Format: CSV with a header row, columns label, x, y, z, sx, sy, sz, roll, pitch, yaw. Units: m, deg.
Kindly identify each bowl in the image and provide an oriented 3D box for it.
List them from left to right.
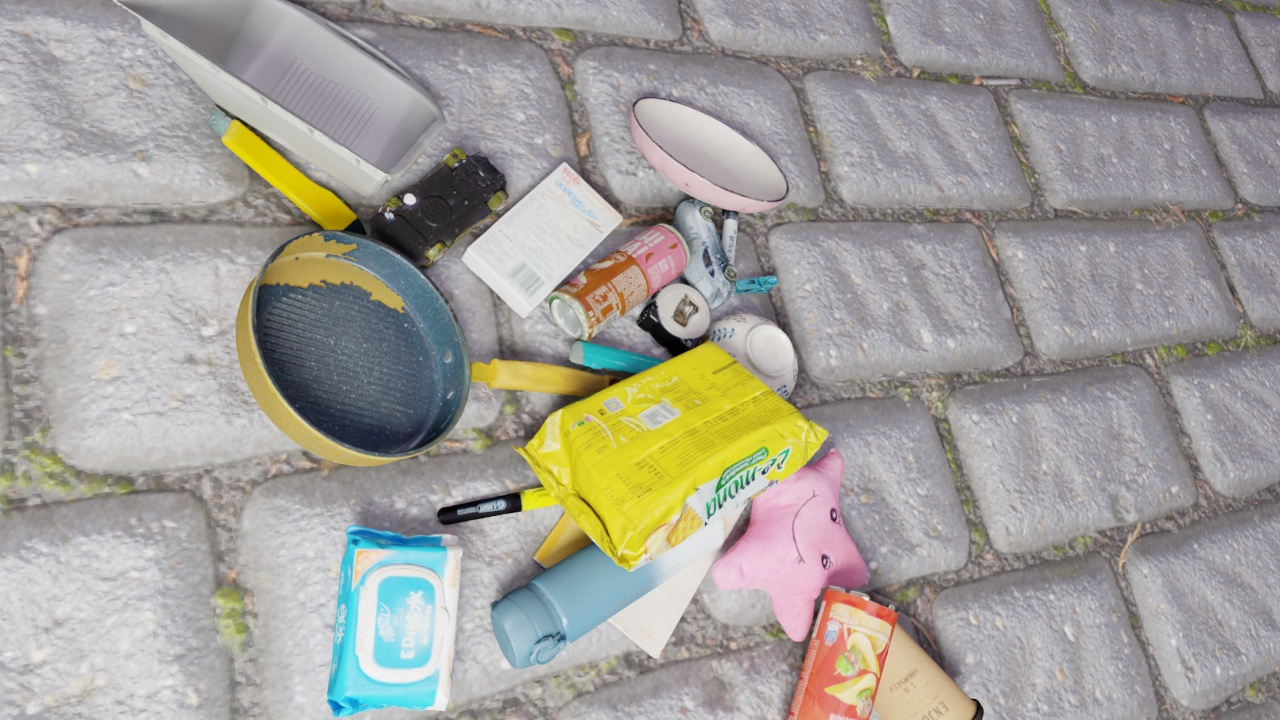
label,x,y,z,sx,sy,sz,roll,pitch,yaw
bowl,0.118,-0.001,0.947,0.113,0.062,0.113,9,67,-23

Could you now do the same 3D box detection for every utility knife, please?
label,x,y,z,sx,sy,sz,roll,pitch,yaw
utility knife,-0.316,-0.164,0.817,0.173,0.015,0.033,41,52,-6
utility knife,-0.005,0.005,0.896,0.160,0.013,0.029,13,53,-36

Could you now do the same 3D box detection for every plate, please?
label,x,y,z,sx,sy,sz,roll,pitch,yaw
plate,0.069,-0.216,0.991,0.192,0.039,0.192,22,34,-16

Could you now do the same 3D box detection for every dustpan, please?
label,x,y,z,sx,sy,sz,roll,pitch,yaw
dustpan,-0.267,-0.247,0.773,0.222,0.258,0.142,32,82,-12

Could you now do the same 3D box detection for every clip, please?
label,x,y,z,sx,sy,sz,roll,pitch,yaw
clip,0.124,-0.082,1.008,0.056,0.046,0.014,-5,73,-28

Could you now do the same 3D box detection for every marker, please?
label,x,y,z,sx,sy,sz,roll,pitch,yaw
marker,-0.117,0.125,0.802,0.124,0.015,0.018,-7,70,-28
marker,0.095,-0.132,1.015,0.022,0.018,0.130,16,63,-12

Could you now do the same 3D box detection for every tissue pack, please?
label,x,y,z,sx,sy,sz,roll,pitch,yaw
tissue pack,-0.188,0.200,0.706,0.090,0.063,0.139,10,66,-24

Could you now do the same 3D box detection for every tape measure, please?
label,x,y,z,sx,sy,sz,roll,pitch,yaw
tape measure,0.037,-0.045,0.940,0.066,0.034,0.065,38,58,-11

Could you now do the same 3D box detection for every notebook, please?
label,x,y,z,sx,sy,sz,roll,pitch,yaw
notebook,0.012,0.149,0.861,0.146,0.010,0.205,41,58,-6

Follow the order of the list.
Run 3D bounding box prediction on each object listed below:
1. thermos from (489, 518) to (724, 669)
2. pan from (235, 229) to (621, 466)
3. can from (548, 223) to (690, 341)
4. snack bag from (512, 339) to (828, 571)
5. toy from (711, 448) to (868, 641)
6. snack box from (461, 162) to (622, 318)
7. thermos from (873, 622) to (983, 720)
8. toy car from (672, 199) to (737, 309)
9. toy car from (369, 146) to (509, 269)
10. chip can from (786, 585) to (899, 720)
label,x,y,z,sx,sy,sz,roll,pitch,yaw
thermos,-0.026,0.184,0.782,0.219,0.070,0.070,-26,83,-32
pan,-0.161,0.002,0.788,0.357,0.078,0.197,19,55,-44
can,-0.020,-0.078,0.902,0.147,0.058,0.058,-37,89,-29
snack bag,0.028,0.071,0.817,0.245,0.068,0.158,-26,50,-30
toy,0.160,0.167,0.891,0.178,0.075,0.194,34,62,-22
snack box,-0.095,-0.121,0.906,0.084,0.027,0.156,44,57,-5
thermos,0.256,0.314,0.877,0.092,0.093,0.143,-31,79,-33
toy car,0.063,-0.112,0.968,0.036,0.054,0.120,-8,74,-32
toy car,-0.187,-0.141,0.858,0.070,0.042,0.157,46,56,-4
chip can,0.166,0.313,0.811,0.073,0.073,0.216,25,74,-17
